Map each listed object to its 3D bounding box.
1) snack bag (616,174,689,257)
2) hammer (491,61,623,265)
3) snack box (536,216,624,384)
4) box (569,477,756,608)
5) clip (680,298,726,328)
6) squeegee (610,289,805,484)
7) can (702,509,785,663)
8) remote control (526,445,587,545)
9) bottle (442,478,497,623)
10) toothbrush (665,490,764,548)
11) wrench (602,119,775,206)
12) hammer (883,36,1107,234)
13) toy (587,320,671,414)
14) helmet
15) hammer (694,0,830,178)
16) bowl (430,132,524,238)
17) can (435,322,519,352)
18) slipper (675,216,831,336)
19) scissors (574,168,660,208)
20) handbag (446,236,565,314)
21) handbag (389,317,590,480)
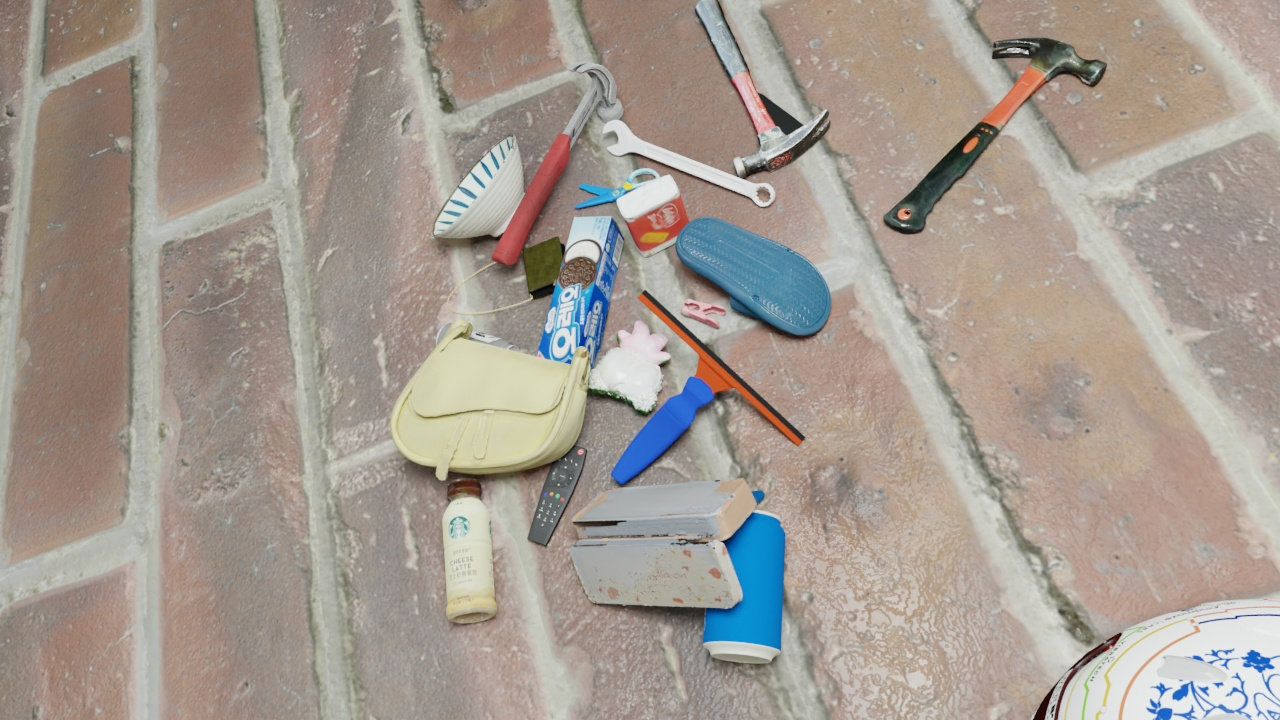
[{"bbox_3d":[0.019,-0.182,1.167,0.077,0.116,0.036,-26,66,2],"label":"snack bag"},{"bbox_3d":[-0.118,-0.266,1.245,0.036,0.126,0.315,20,73,24],"label":"hammer"},{"bbox_3d":[-0.075,-0.078,1.175,0.059,0.059,0.226,3,67,21],"label":"snack box"},{"bbox_3d":[0.026,0.192,0.973,0.217,0.096,0.104,-12,23,43],"label":"box"},{"bbox_3d":[0.076,-0.056,1.143,0.058,0.022,0.037,20,74,29],"label":"clip"},{"bbox_3d":[0.035,0.071,1.066,0.249,0.055,0.185,43,91,2],"label":"squeegee"},{"bbox_3d":[0.109,0.235,0.955,0.079,0.079,0.145,-1,64,16],"label":"can"},{"bbox_3d":[-0.099,0.159,1.092,0.039,0.010,0.124,13,69,21],"label":"remote control"},{"bbox_3d":[-0.200,0.218,1.065,0.056,0.056,0.162,-14,62,9],"label":"bottle"},{"bbox_3d":[0.080,0.177,1.028,0.132,0.016,0.021,-28,61,2],"label":"toothbrush"},{"bbox_3d":[0.060,-0.266,1.241,0.273,0.047,0.009,27,36,24],"label":"wrench"},{"bbox_3d":[0.425,-0.282,1.149,0.133,0.033,0.332,38,80,26],"label":"hammer"},{"bbox_3d":[-0.007,0.006,1.121,0.096,0.041,0.108,25,79,11],"label":"toy"},{"bbox_3d":[0.450,0.322,0.724,0.314,0.236,0.231,-29,58,1],"label":"helmet"},{"bbox_3d":[0.150,-0.400,1.284,0.140,0.036,0.325,-22,60,6],"label":"hammer"},{"bbox_3d":[-0.205,-0.219,1.257,0.178,0.071,0.177,-40,27,25],"label":"bowl"},{"bbox_3d":[-0.212,-0.016,1.191,0.107,0.044,0.044,17,70,23],"label":"can"},{"bbox_3d":[0.139,-0.105,1.128,0.214,0.059,0.103,35,68,15],"label":"slipper"},{"bbox_3d":[-0.030,-0.237,1.265,0.132,0.019,0.104,19,68,22],"label":"scissors"},{"bbox_3d":[-0.181,-0.104,1.242,0.178,0.027,0.084,-20,59,12],"label":"handbag"},{"bbox_3d":[-0.178,0.054,1.093,0.233,0.088,0.191,12,89,21],"label":"handbag"}]
